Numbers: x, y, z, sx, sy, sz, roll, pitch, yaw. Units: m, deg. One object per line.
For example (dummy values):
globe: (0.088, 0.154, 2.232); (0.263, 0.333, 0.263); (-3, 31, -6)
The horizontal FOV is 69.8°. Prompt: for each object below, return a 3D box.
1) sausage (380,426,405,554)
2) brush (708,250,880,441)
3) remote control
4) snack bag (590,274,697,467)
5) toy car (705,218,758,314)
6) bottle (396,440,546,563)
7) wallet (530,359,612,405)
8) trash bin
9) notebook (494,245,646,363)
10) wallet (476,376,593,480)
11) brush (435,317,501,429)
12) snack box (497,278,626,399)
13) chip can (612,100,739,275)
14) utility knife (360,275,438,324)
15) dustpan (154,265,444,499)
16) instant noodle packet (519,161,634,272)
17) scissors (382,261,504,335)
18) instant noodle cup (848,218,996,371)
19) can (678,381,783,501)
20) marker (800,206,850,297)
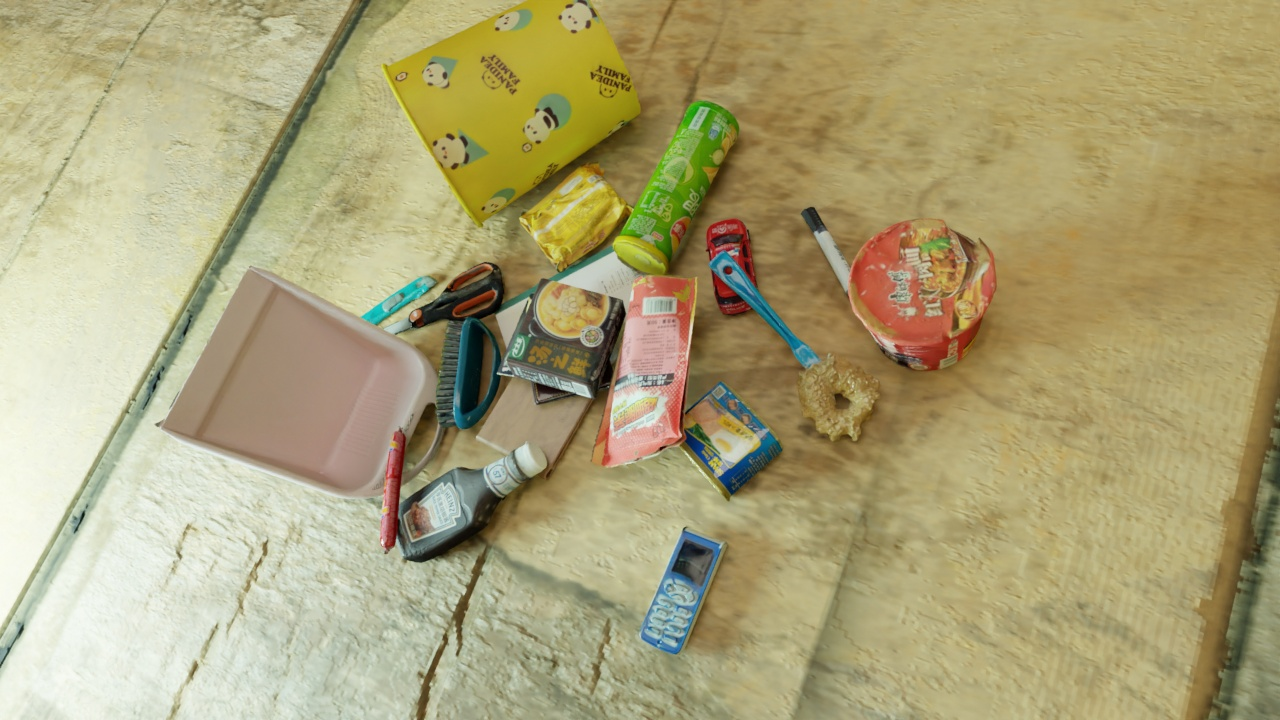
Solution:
sausage: (-0.286, 0.147, 1.057); (0.020, 0.020, 0.155); (-11, 60, 16)
brush: (0.159, -0.022, 0.978); (0.083, 0.046, 0.254); (-42, 68, 9)
remote control: (0.044, 0.236, 0.940); (0.049, 0.024, 0.124); (18, 76, 26)
snack bag: (0.011, 0.010, 0.996); (0.129, 0.073, 0.207); (-16, 56, 43)
toy car: (0.105, -0.112, 1.058); (0.053, 0.045, 0.120); (-13, 61, 13)
bottle: (-0.193, 0.155, 1.041); (0.195, 0.044, 0.079); (-32, 59, 12)
wallet: (-0.087, -0.012, 1.077); (0.096, 0.020, 0.122); (-15, 61, 3)
trash bin: (-0.154, -0.330, 1.158); (0.255, 0.230, 0.229); (-30, 60, -1)
notebook: (-0.070, -0.052, 1.115); (0.209, 0.012, 0.150); (-27, 61, 8)
wallet: (-0.122, 0.067, 1.070); (0.101, 0.020, 0.115); (26, 81, 18)
brush: (-0.205, 0.014, 1.114); (0.073, 0.055, 0.143); (-3, 66, 10)
snack box: (-0.093, -0.027, 1.051); (0.126, 0.053, 0.113); (15, 69, 11)
chip can: (0.046, -0.209, 1.100); (0.073, 0.072, 0.221); (20, 73, 27)
utility knife: (-0.345, -0.066, 1.224); (0.171, 0.013, 0.029); (-34, 59, 4)
dustpan: (-0.375, 0.038, 1.084); (0.139, 0.273, 0.222); (6, 71, 49)
instant noodle packet: (-0.078, -0.182, 1.158); (0.128, 0.044, 0.110); (-38, 59, 0)
scissors: (-0.276, -0.050, 1.183); (0.235, 0.022, 0.125); (-37, 52, 2)
instant noodle cup: (0.284, -0.057, 0.928); (0.138, 0.108, 0.137); (-8, 65, 17)
can: (0.089, 0.084, 0.972); (0.083, 0.057, 0.102); (-41, 60, -2)
marker: (0.215, -0.122, 1.034); (0.018, 0.022, 0.130); (-55, 47, 44)
